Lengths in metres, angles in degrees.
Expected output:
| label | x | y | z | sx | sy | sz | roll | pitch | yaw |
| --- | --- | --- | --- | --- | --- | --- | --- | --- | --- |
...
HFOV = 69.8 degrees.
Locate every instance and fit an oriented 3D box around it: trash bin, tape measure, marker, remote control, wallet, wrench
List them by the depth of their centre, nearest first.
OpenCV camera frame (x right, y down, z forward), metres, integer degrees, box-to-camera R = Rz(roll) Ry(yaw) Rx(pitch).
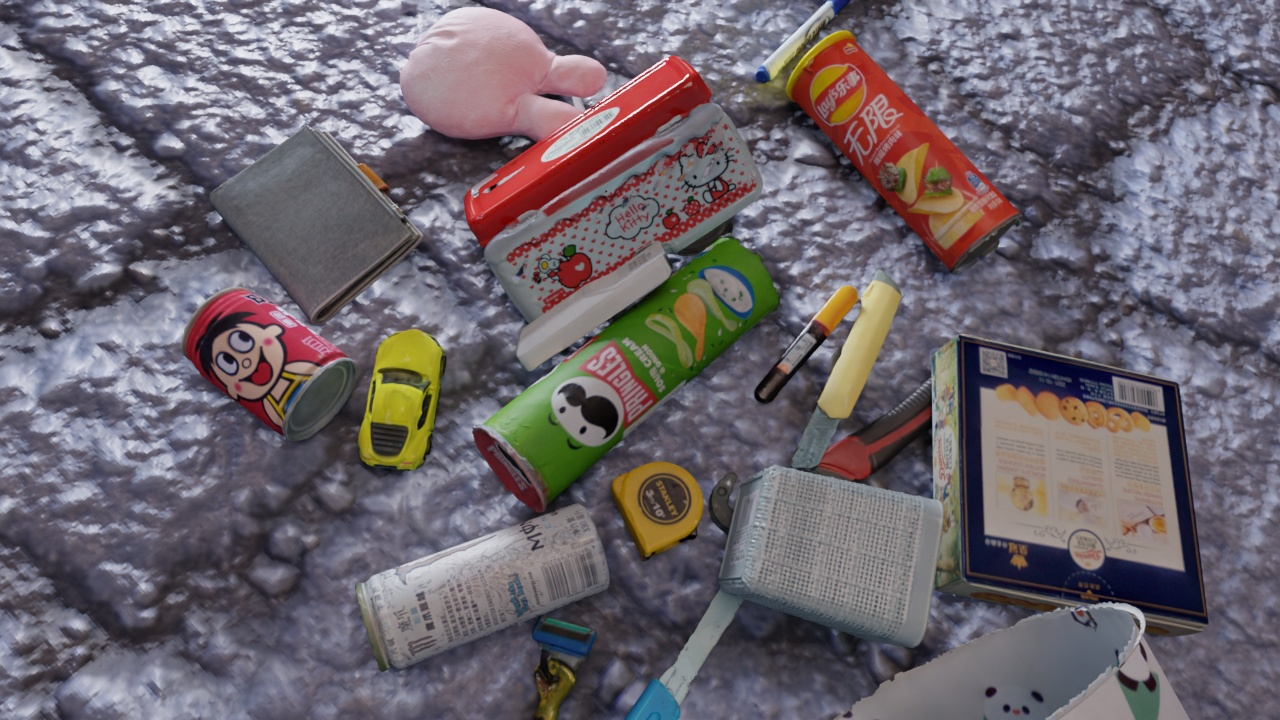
| label | x | y | z | sx | sy | sz | roll | pitch | yaw |
| --- | --- | --- | --- | --- | --- | --- | --- | --- | --- |
| trash bin | 0.214 | 0.287 | 0.456 | 0.229 | 0.230 | 0.252 | -25 | 76 | -19 |
| tape measure | 0.013 | 0.098 | 0.616 | 0.057 | 0.029 | 0.060 | -22 | 69 | -17 |
| remote control | -0.033 | -0.039 | 0.638 | 0.125 | 0.049 | 0.024 | -33 | 108 | 5 |
| wrench | 0.169 | 0.056 | 0.668 | 0.273 | 0.016 | 0.056 | -26 | 71 | -19 |
| wallet | -0.234 | -0.103 | 0.674 | 0.106 | 0.037 | 0.129 | -41 | 75 | -12 |
| marker | 0.126 | -0.012 | 0.696 | 0.018 | 0.015 | 0.123 | 38 | 68 | 12 |
| marker | 0.150 | -0.297 | 0.835 | 0.017 | 0.017 | 0.145 | 37 | 65 | 10 |

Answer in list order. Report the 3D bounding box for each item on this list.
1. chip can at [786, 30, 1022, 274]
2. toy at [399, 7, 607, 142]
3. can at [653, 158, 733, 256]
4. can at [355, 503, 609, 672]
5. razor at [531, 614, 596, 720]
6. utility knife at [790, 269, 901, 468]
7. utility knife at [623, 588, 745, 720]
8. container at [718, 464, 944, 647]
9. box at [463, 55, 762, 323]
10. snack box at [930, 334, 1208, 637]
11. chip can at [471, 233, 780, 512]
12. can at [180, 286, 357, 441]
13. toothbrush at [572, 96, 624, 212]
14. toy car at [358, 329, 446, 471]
| label | x | y | z | sx | sy | sz | roll | pitch | yaw |
| --- | --- | --- | --- | --- | --- | --- | --- | --- | --- |
| chip can | 0.212 | -0.171 | 0.753 | 0.073 | 0.073 | 0.216 | -30 | 73 | -20 |
| toy | -0.111 | -0.223 | 0.737 | 0.159 | 0.054 | 0.121 | 22 | 72 | 10 |
| can | 0.026 | -0.152 | 0.726 | 0.053 | 0.053 | 0.134 | -13 | 67 | -15 |
| can | -0.095 | 0.138 | 0.564 | 0.146 | 0.058 | 0.058 | -17 | 68 | -16 |
| razor | -0.062 | 0.227 | 0.547 | 0.043 | 0.022 | 0.142 | 4 | 63 | 30 |
| utility knife | 0.157 | 0.003 | 0.682 | 0.031 | 0.021 | 0.200 | 27 | 53 | 8 |
| utility knife | 0.003 | 0.224 | 0.561 | 0.034 | 0.018 | 0.233 | 34 | 63 | 9 |
| container | 0.115 | 0.121 | 0.578 | 0.111 | 0.090 | 0.089 | 15 | 74 | -3 |
| box | -0.022 | -0.122 | 0.678 | 0.201 | 0.100 | 0.110 | -32 | 33 | 5 |
| snack box | 0.296 | 0.086 | 0.645 | 0.178 | 0.046 | 0.182 | 12 | 66 | -8 |
| chip can | -0.004 | 0.004 | 0.636 | 0.235 | 0.072 | 0.072 | -39 | 75 | -23 |
| can | -0.244 | 0.001 | 0.604 | 0.094 | 0.067 | 0.066 | 34 | 64 | 9 |
| toothbrush | -0.037 | -0.157 | 0.734 | 0.026 | 0.027 | 0.224 | 10 | 57 | -45 |
| toy car | -0.162 | 0.024 | 0.625 | 0.048 | 0.032 | 0.105 | 7 | 62 | -5 |
